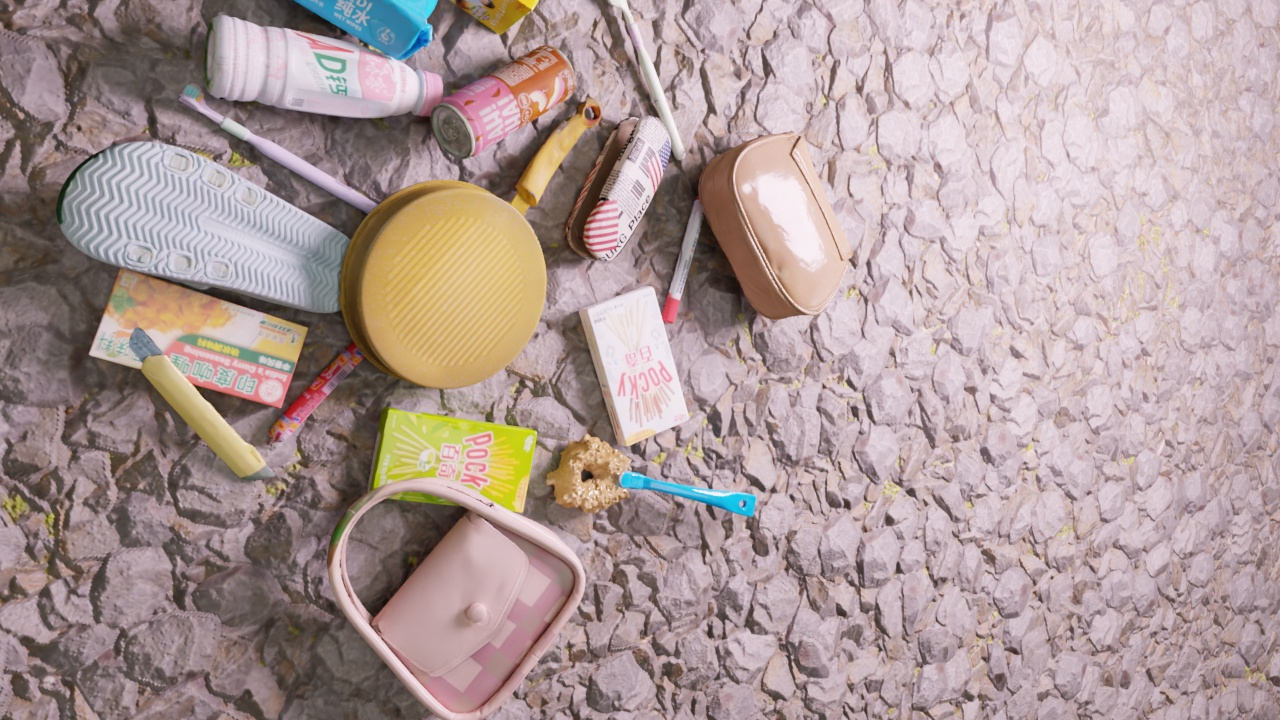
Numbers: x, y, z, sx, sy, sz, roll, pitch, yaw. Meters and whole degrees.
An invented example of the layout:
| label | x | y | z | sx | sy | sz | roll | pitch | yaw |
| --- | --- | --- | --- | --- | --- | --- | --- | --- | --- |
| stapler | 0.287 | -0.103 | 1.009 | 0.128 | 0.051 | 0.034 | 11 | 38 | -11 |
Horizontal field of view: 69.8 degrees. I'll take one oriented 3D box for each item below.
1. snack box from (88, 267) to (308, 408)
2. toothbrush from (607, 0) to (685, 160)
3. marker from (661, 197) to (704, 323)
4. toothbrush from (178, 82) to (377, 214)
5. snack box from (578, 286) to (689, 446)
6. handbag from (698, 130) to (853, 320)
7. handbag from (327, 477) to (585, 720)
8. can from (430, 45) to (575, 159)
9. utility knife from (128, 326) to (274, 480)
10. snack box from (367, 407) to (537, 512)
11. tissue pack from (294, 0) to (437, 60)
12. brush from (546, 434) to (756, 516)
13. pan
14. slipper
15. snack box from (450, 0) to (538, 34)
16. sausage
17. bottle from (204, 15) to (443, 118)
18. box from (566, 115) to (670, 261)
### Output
| label | x | y | z | sx | sy | sz | roll | pitch | yaw |
| --- | --- | --- | --- | --- | --- | --- | --- | --- | --- |
| snack box | -0.377 | -0.018 | 0.790 | 0.155 | 0.027 | 0.077 | 20 | 85 | -28 |
| toothbrush | 0.009 | -0.305 | 0.988 | 0.189 | 0.020 | 0.029 | 66 | 33 | -17 |
| marker | 0.049 | -0.112 | 1.023 | 0.017 | 0.017 | 0.145 | 18 | 84 | -28 |
| toothbrush | -0.316 | -0.183 | 0.819 | 0.189 | 0.029 | 0.021 | 32 | 118 | -28 |
| snack box | -0.006 | 0.006 | 0.996 | 0.084 | 0.027 | 0.157 | -22 | 102 | -26 |
| handbag | 0.151 | -0.151 | 1.035 | 0.147 | 0.100 | 0.204 | -38 | 110 | -29 |
| handbag | -0.185 | 0.208 | 0.869 | 0.234 | 0.093 | 0.193 | 43 | 80 | -20 |
| can | -0.128 | -0.248 | 0.877 | 0.147 | 0.058 | 0.058 | -42 | 112 | -34 |
| utility knife | -0.376 | 0.044 | 0.782 | 0.031 | 0.019 | 0.177 | -30 | 126 | -3 |
| snack box | -0.183 | 0.099 | 0.905 | 0.156 | 0.026 | 0.085 | 12 | 88 | -29 |
| tissue pack | -0.242 | -0.334 | 0.803 | 0.140 | 0.063 | 0.089 | 27 | 46 | -27 |
| brush | 0.019 | 0.139 | 1.001 | 0.254 | 0.046 | 0.083 | 14 | 83 | -23 |
| pan | -0.139 | -0.131 | 0.894 | 0.356 | 0.078 | 0.198 | -49 | 129 | -14 |
| slipper | -0.353 | -0.105 | 0.776 | 0.245 | 0.074 | 0.104 | 20 | 82 | -44 |
| snack box | -0.167 | -0.364 | 0.848 | 0.140 | 0.087 | 0.033 | 27 | 80 | -28 |
| sausage | -0.288 | 0.018 | 0.845 | 0.020 | 0.020 | 0.155 | 47 | 72 | -23 |
| bottle | -0.275 | -0.250 | 0.811 | 0.196 | 0.068 | 0.068 | 2 | 92 | -33 |
| box | -0.012 | -0.177 | 0.953 | 0.075 | 0.076 | 0.163 | 34 | 74 | -32 |
